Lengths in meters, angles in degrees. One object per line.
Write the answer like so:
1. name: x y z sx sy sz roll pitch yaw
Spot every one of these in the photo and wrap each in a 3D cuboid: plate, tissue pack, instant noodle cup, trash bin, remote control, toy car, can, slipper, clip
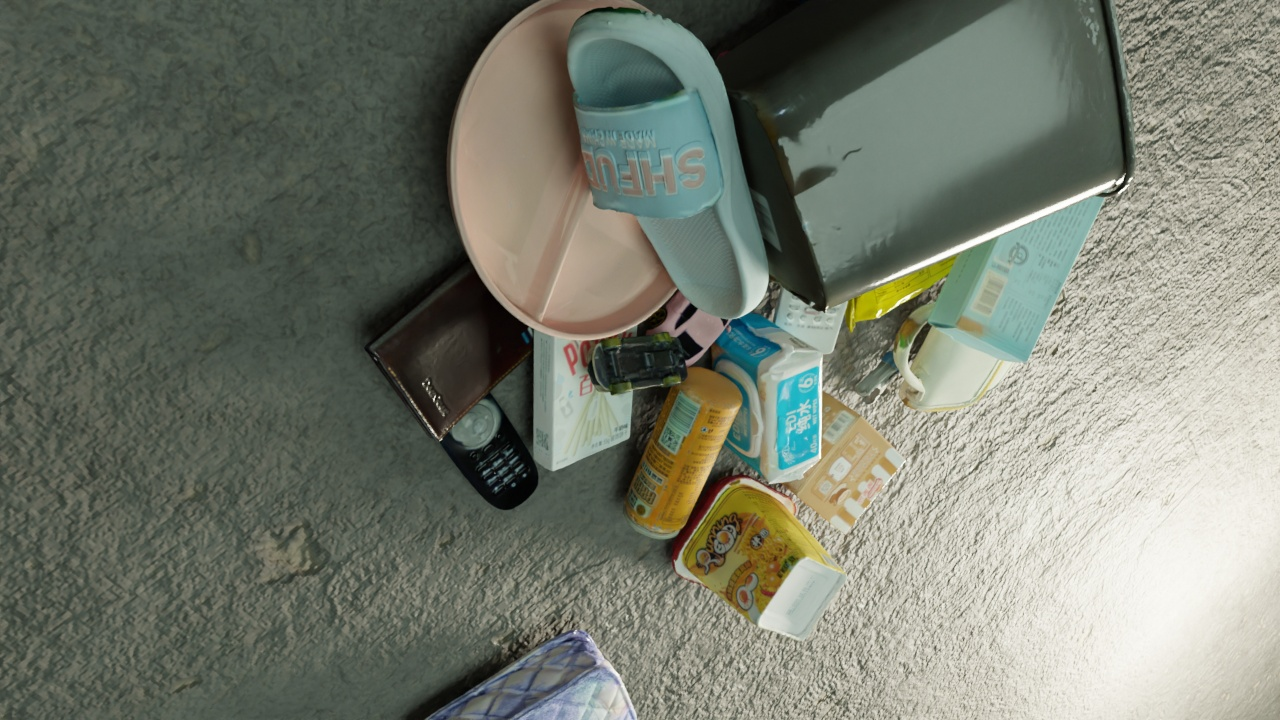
1. plate: -0.034 -0.128 0.625 0.228 0.028 0.230 -13 110 -40
2. tissue pack: 0.104 0.031 0.784 0.063 0.090 0.140 -20 123 -23
3. instant noodle cup: 0.112 0.185 0.845 0.116 0.124 0.116 29 96 -39
4. trash bin: 0.166 -0.159 0.616 0.219 0.199 0.199 -30 117 -6
5. remote control: -0.123 0.059 0.699 0.053 0.024 0.136 -38 124 -16
6. toy car: -0.004 0.004 0.695 0.090 0.035 0.042 -6 78 -43
7. can: 0.033 0.078 0.769 0.058 0.058 0.146 2 124 -32
8. remote control: 0.149 -0.066 0.769 0.058 0.021 0.150 6 131 -1
9. slipper: 0.013 -0.110 0.587 0.074 0.104 0.245 -50 136 -23
10. toy car: 0.054 -0.044 0.750 0.122 0.037 0.056 -50 130 -2
11. clip: 0.236 0.017 0.900 0.057 0.024 0.029 -49 132 1

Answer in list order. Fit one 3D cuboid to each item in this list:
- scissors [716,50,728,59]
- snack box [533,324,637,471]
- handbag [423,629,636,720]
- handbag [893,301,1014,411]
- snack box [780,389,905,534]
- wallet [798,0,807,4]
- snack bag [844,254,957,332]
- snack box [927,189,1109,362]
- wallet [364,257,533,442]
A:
1. scissors: 0.083 -0.167 0.701 0.105 0.017 0.136 -25 117 -41
2. snack box: -0.042 0.002 0.708 0.084 0.027 0.157 -19 124 -40
3. handbag: -0.103 0.331 0.820 0.193 0.075 0.134 -28 129 -15
4. handbag: 0.298 -0.018 0.855 0.178 0.063 0.164 -18 140 -32
5. snack box: 0.176 0.092 0.867 0.093 0.077 0.094 -51 128 0
6. wallet: 0.119 -0.313 0.647 0.133 0.040 0.106 20 97 -42
7. snack bag: 0.258 -0.148 0.802 0.246 0.068 0.158 -34 127 -11
8. snack box: 0.314 -0.091 0.762 0.074 0.051 0.175 24 93 -15
9. wallet: -0.124 -0.015 0.646 0.122 0.020 0.096 -45 132 -23
